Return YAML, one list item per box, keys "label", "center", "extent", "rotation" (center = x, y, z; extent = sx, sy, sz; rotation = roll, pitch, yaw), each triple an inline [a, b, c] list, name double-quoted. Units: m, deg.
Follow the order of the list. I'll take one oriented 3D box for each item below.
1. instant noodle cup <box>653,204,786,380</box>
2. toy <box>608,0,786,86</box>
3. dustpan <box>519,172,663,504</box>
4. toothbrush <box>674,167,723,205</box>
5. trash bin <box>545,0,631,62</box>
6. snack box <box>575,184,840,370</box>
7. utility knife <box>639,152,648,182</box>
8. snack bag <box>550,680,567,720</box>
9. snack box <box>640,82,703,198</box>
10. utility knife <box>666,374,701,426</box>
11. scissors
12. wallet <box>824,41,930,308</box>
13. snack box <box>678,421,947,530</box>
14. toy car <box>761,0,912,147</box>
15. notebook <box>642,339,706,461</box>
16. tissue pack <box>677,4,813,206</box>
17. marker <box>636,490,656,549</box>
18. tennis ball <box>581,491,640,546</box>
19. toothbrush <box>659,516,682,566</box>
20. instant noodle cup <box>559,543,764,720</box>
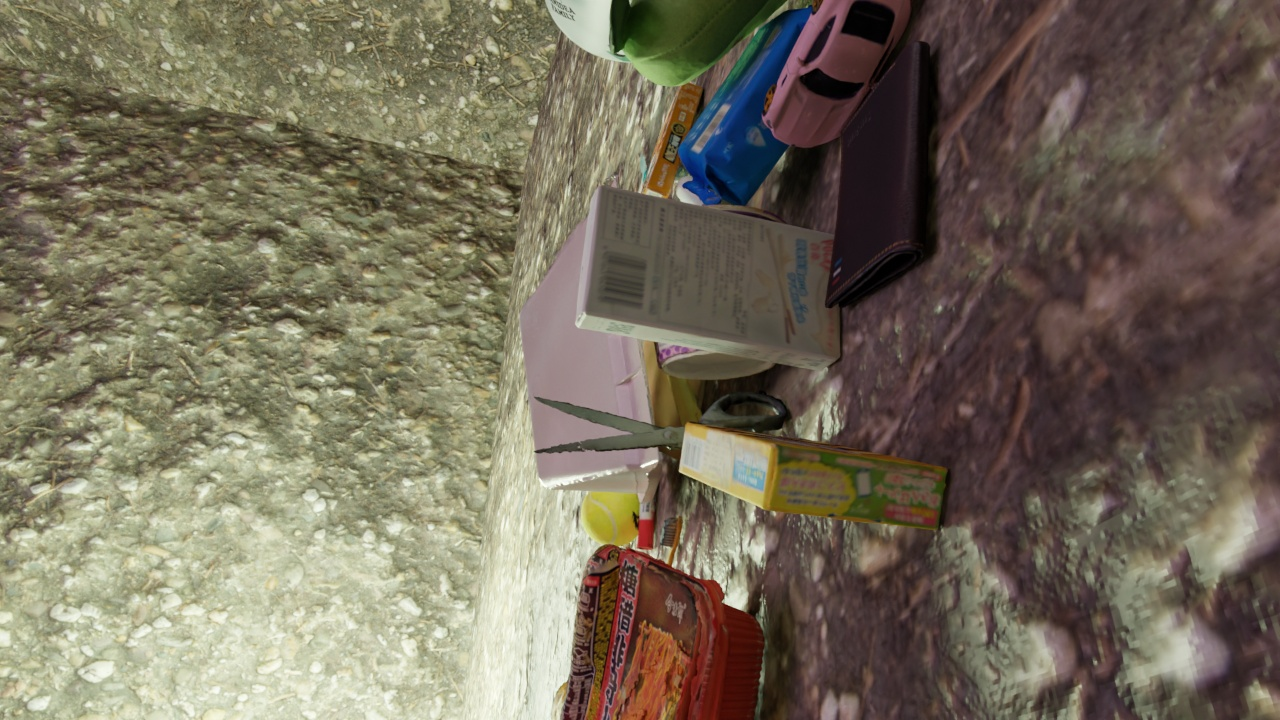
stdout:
- label: "instant noodle cup"
  center: [0.052, -0.042, 0.641]
  extent: [0.112, 0.111, 0.099]
  rotation: [136, 132, -69]
- label: "toy"
  center: [0.076, -0.283, 0.633]
  extent: [0.247, 0.090, 0.227]
  rotation: [-44, 21, 1]
- label: "dustpan"
  center: [-0.004, 0.004, 0.759]
  extent: [0.274, 0.138, 0.222]
  rotation: [-30, 63, 56]
- label: "toothbrush"
  center: [0.051, -0.160, 0.881]
  extent: [0.026, 0.026, 0.220]
  rotation: [-63, 14, 16]
- label: "trash bin"
  center: [0.001, -0.437, 0.893]
  extent: [0.252, 0.229, 0.229]
  rotation: [131, 147, -75]
- label: "snack box"
  center: [0.043, -0.048, 0.548]
  extent: [0.027, 0.156, 0.084]
  rotation: [130, 148, -66]
- label: "utility knife"
  center: [0.014, -0.203, 1.099]
  extent: [0.205, 0.013, 0.029]
  rotation: [-103, 24, -53]
- label: "snack bag"
  center: [-0.009, 0.310, 0.749]
  extent: [0.208, 0.073, 0.128]
  rotation: [154, 125, -64]
- label: "snack box"
  center: [0.027, -0.213, 0.959]
  extent: [0.075, 0.026, 0.153]
  rotation: [122, 166, -60]
- label: "utility knife"
  center: [0.035, 0.022, 0.798]
  extent: [0.031, 0.018, 0.164]
  rotation: [-61, 31, 31]
- label: "scissors"
  center: [0.026, 0.047, 0.568]
  extent: [0.159, 0.174, 0.014]
  rotation: [-31, -34, -44]
- label: "wallet"
  center: [0.132, -0.099, 0.513]
  extent: [0.096, 0.020, 0.122]
  rotation: [136, 144, -69]
- label: "snack box"
  center: [0.080, 0.056, 0.469]
  extent: [0.140, 0.087, 0.033]
  rotation: [-171, 90, -77]
- label: "toy car"
  center: [0.116, -0.176, 0.548]
  extent: [0.123, 0.056, 0.037]
  rotation: [116, 161, -47]
- label: "notebook"
  center: [0.032, -0.018, 0.856]
  extent: [0.148, 0.008, 0.207]
  rotation: [-169, 88, -68]
- label: "tissue pack"
  center: [0.086, -0.176, 0.637]
  extent: [0.157, 0.052, 0.095]
  rotation: [-55, 17, 12]
- label: "marker"
  center: [0.009, 0.111, 0.894]
  extent: [0.017, 0.017, 0.145]
  rotation: [127, 150, -64]
- label: "tennis ball"
  center: [-0.027, 0.152, 0.909]
  extent: [0.065, 0.065, 0.065]
  rotation: [-171, 91, -77]
- label: "toothbrush"
  center: [0.009, 0.221, 0.809]
  extent: [0.016, 0.018, 0.191]
  rotation: [-111, 32, -69]
- label: "instant noodle cup"
  center: [0.016, 0.215, 0.606]
  extent: [0.189, 0.079, 0.164]
  rotation: [0, 79, 65]
